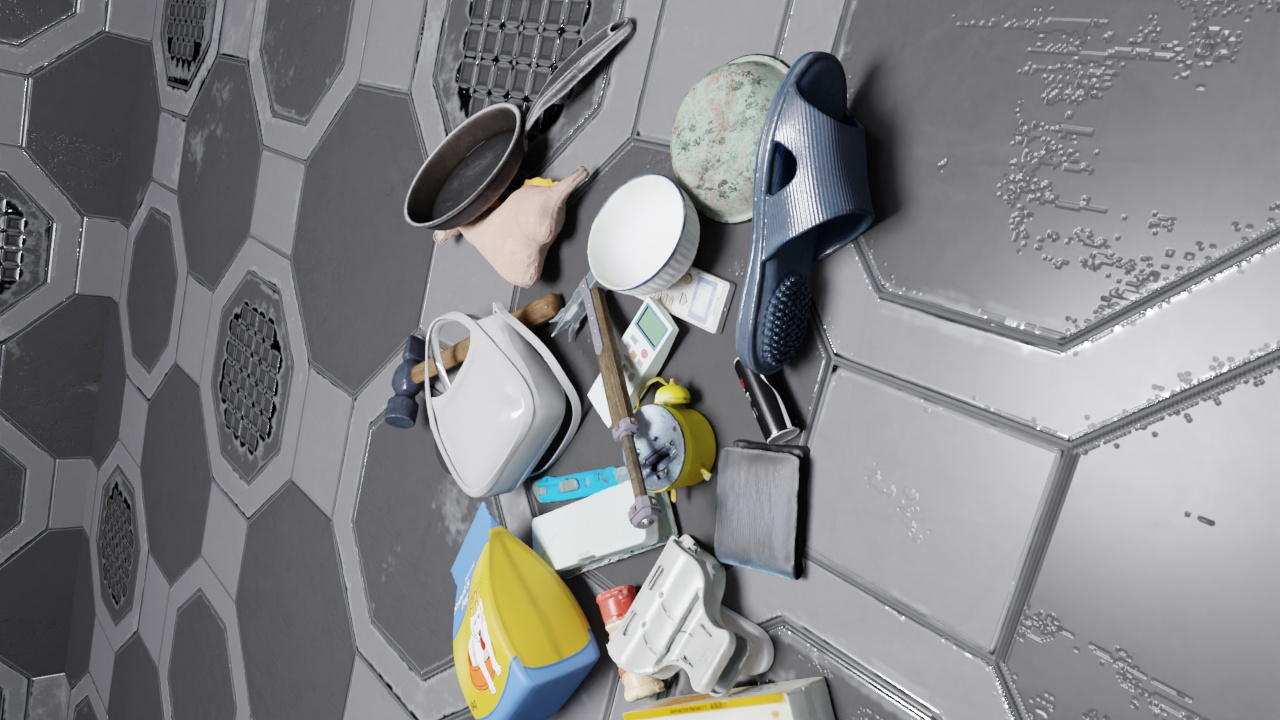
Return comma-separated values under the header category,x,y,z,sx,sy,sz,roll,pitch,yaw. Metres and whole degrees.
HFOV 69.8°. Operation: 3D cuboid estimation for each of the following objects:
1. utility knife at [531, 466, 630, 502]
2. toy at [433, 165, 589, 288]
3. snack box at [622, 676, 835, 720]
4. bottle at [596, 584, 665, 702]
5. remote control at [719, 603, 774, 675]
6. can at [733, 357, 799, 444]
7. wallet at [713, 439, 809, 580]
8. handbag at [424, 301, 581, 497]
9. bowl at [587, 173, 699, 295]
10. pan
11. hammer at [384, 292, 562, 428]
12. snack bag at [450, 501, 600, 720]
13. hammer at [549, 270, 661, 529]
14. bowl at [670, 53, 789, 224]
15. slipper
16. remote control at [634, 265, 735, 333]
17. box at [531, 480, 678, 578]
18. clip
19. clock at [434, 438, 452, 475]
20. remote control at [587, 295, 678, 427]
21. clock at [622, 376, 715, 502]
category,x,y,z,sx,sy,sz,roll,pitch,yaw
utility knife,-0.064,0.133,0.999,0.179,0.015,0.031,-19,79,43
toy,-0.166,-0.186,1.098,0.196,0.065,0.264,-58,43,13
snack box,0.079,0.346,0.806,0.208,0.057,0.104,-27,69,42
bottle,-0.010,0.281,0.914,0.044,0.044,0.109,-35,64,40
remote control,0.068,0.247,0.853,0.137,0.013,0.043,20,102,45
can,0.110,0.031,0.807,0.032,0.031,0.080,-40,60,38
wallet,0.106,0.130,0.811,0.089,0.026,0.115,1,89,45
handbag,-0.175,0.023,1.048,0.222,0.095,0.216,52,121,29
bowl,0.013,-0.113,0.881,0.118,0.062,0.118,-16,64,36
pan,-0.141,-0.266,1.049,0.358,0.055,0.187,-29,42,23
hammer,-0.209,-0.017,1.133,0.323,0.040,0.129,-23,51,39
snack bag,-0.147,0.277,0.991,0.205,0.102,0.159,57,139,27
hammer,-0.022,0.024,0.885,0.147,0.028,0.316,-49,38,32
bowl,0.080,-0.206,0.845,0.158,0.038,0.157,-3,86,46
slipper,0.145,-0.109,0.740,0.083,0.101,0.264,21,109,37
remote control,0.036,-0.072,0.905,0.136,0.011,0.050,29,109,43
box,-0.046,0.174,0.955,0.200,0.066,0.083,-31,82,44
clip,0.028,0.233,0.820,0.126,0.096,0.152,-61,26,4
clock,-0.211,0.102,1.140,0.122,0.035,0.095,40,116,39
remote control,-0.006,0.005,0.935,0.049,0.024,0.144,55,127,33
clock,0.023,0.072,0.878,0.084,0.057,0.118,-41,60,38
